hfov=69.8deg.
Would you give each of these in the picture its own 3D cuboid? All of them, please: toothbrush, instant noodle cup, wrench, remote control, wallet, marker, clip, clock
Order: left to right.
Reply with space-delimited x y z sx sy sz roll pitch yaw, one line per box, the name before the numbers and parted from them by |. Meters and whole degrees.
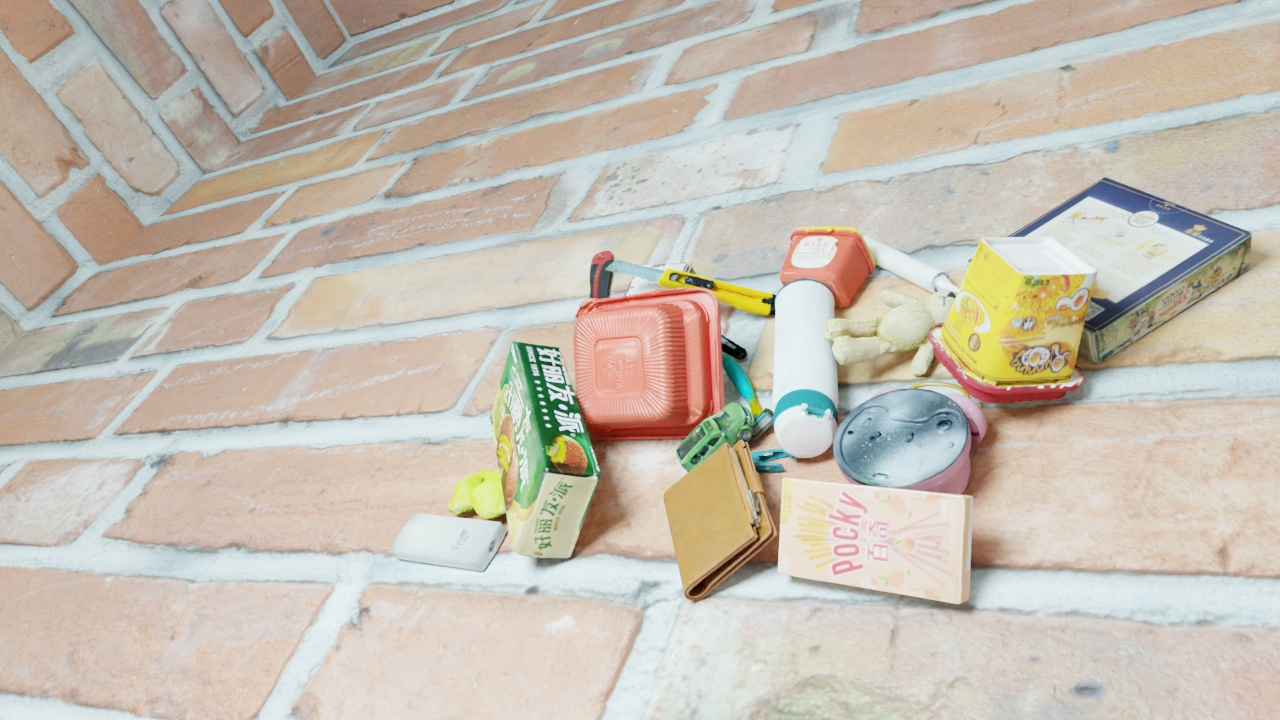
remote control | -0.212 0.198 1.008 0.135 0.019 0.056 -2 42 32
wrench | -0.054 -0.077 1.258 0.056 0.016 0.272 -19 36 10
instant noodle cup | -0.006 0.006 0.995 0.189 0.164 0.079 -5 -2 31
marker | 0.088 -0.027 1.098 0.018 0.015 0.124 -37 35 -13
wallet | 0.071 0.143 0.854 0.108 0.031 0.131 -44 30 19
clip | 0.118 0.101 0.916 0.056 0.014 0.041 -6 39 26
clock | 0.246 0.072 0.827 0.117 0.060 0.158 4 47 39
toothbrush | 0.315 -0.095 1.022 0.221 0.026 0.026 43 113 54
instant noodle cup | 0.338 -0.040 0.824 0.116 0.124 0.116 -3 33 -11

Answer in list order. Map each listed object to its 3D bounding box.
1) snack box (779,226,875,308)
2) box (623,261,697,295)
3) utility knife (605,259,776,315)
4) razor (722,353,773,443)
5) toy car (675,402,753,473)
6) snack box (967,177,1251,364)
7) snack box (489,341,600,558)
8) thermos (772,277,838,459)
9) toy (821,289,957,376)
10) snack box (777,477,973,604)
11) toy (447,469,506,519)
snack box | 0.212 -0.108 1.065 0.091 0.082 0.080 8 58 41
box | 0.015 -0.048 1.118 0.090 0.060 0.183 2 50 38
utility knife | 0.065 -0.088 1.085 0.217 0.015 0.033 13 57 -4
razor | 0.111 0.034 0.992 0.043 0.028 0.132 -50 32 20
toy car | 0.076 0.080 0.939 0.091 0.036 0.043 -44 32 8
snack box | 0.457 -0.096 0.911 0.182 0.046 0.178 -31 35 -4
snack box | -0.108 0.089 0.985 0.063 0.115 0.239 8 30 -21
thermos | 0.170 0.007 0.954 0.073 0.073 0.223 -13 36 20
toy | 0.261 -0.035 0.931 0.157 0.066 0.105 -13 54 -8
snack box | 0.190 0.145 0.756 0.157 0.026 0.084 1 87 35
toy | -0.171 0.148 1.032 0.100 0.031 0.096 -16 27 13
